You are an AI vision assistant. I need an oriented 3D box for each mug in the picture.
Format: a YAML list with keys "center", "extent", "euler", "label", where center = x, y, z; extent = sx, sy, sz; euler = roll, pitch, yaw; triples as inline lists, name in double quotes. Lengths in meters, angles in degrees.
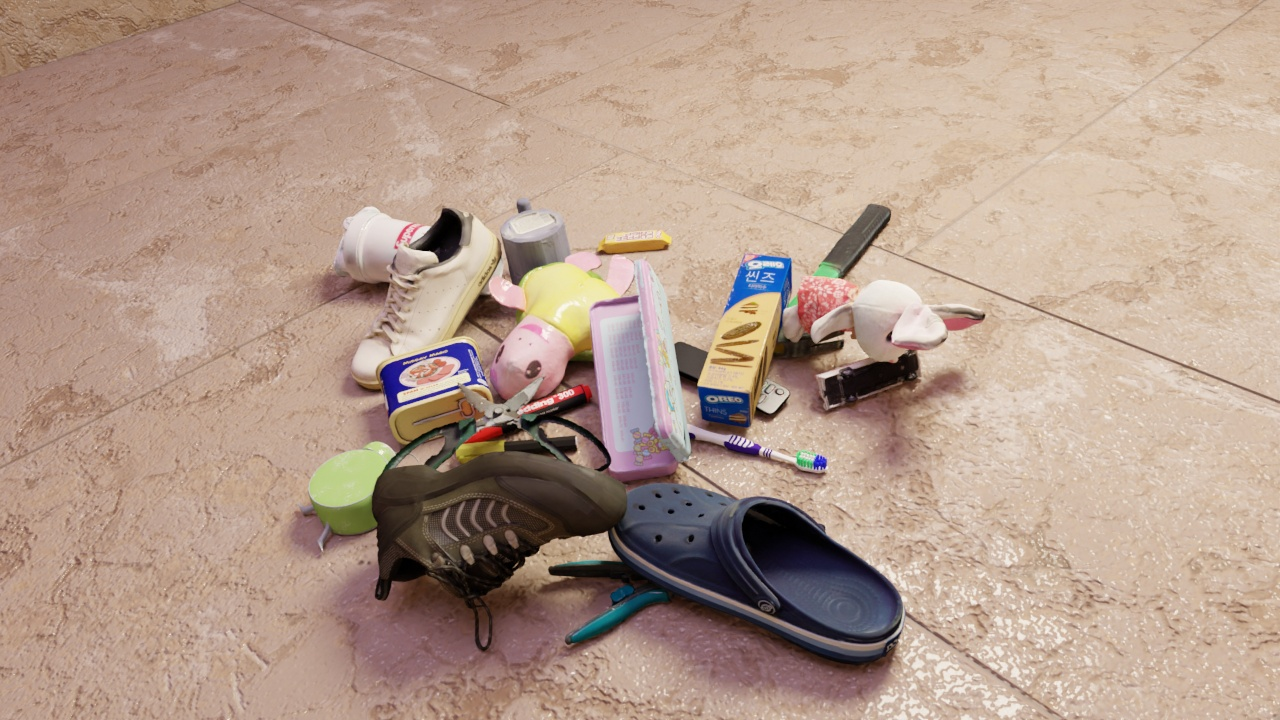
- center: [-0.129, -0.135, 1.152]
  extent: [0.084, 0.104, 0.123]
  euler: [-15, 39, -6]
  label: "mug"

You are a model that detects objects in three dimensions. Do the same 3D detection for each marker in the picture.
- center: [-0.126, 0.090, 0.937]
  extent: [0.124, 0.017, 0.021]
  euler: [-5, 39, 2]
  label: "marker"
- center: [-0.121, 0.056, 0.974]
  extent: [0.145, 0.023, 0.021]
  euler: [-20, 2, -14]
  label: "marker"

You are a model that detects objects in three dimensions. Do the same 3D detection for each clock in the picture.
- center: [-0.274, 0.126, 0.902]
  extent: [0.119, 0.043, 0.094]
  euler: [-28, 43, -23]
  label: "clock"

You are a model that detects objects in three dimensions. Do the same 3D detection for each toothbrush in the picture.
- center: [0.094, 0.082, 0.905]
  extent: [0.187, 0.016, 0.015]
  euler: [13, 43, 25]
  label: "toothbrush"

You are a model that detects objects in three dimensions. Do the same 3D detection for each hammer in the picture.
- center: [0.228, -0.105, 1.104]
  extent: [0.130, 0.032, 0.317]
  euler: [16, 44, 30]
  label: "hammer"

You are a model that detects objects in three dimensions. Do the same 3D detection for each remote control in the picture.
- center: [0.088, 0.019, 0.982]
  extent: [0.152, 0.020, 0.041]
  euler: [25, 54, 34]
  label: "remote control"

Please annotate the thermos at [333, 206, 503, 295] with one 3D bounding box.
- center: [-0.292, -0.140, 1.205]
  extent: [0.221, 0.099, 0.099]
  euler: [11, 42, 17]
  label: "thermos"

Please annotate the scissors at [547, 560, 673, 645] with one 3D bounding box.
- center: [-0.015, 0.191, 0.787]
  extent: [0.124, 0.019, 0.155]
  euler: [26, 48, 33]
  label: "scissors"

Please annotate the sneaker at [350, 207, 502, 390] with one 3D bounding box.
- center: [-0.259, -0.078, 1.063]
  extent: [0.089, 0.102, 0.241]
  euler: [25, 72, 30]
  label: "sneaker"

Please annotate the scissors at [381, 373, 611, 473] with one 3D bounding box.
- center: [-0.136, 0.084, 0.888]
  extent: [0.202, 0.015, 0.201]
  euler: [27, 53, 29]
  label: "scissors"

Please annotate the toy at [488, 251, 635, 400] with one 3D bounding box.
- center: [-0.084, -0.046, 1.045]
  extent: [0.190, 0.088, 0.237]
  euler: [27, 52, 6]
  label: "toy"

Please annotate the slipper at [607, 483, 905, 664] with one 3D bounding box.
- center: [0.095, 0.152, 0.745]
  extent: [0.253, 0.095, 0.104]
  euler: [21, 43, 23]
  label: "slipper"

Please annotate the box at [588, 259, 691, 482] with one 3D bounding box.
- center: [-0.004, 0.004, 0.911]
  extent: [0.089, 0.093, 0.213]
  euler: [-8, 57, 0]
  label: "box"

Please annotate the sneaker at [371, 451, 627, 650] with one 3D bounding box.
- center: [-0.130, 0.156, 0.750]
  extent: [0.238, 0.101, 0.142]
  euler: [-8, 61, 24]
  label: "sneaker"

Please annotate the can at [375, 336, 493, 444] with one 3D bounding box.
- center: [-0.222, 0.033, 0.998]
  extent: [0.116, 0.057, 0.092]
  euler: [-17, 40, -11]
  label: "can"

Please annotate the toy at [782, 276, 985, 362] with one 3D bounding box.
- center: [0.231, -0.041, 0.924]
  extent: [0.195, 0.084, 0.158]
  euler: [6, 14, 34]
  label: "toy"

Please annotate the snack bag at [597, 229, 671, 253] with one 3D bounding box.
- center: [-0.008, -0.159, 1.227]
  extent: [0.099, 0.020, 0.026]
  euler: [-3, 40, 8]
  label: "snack bag"

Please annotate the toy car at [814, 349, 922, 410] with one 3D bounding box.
- center: [0.234, 0.014, 0.948]
  extent: [0.113, 0.039, 0.039]
  euler: [-19, 18, -13]
  label: "toy car"

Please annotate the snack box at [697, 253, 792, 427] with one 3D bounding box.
- center: [0.113, -0.028, 0.966]
  extent: [0.056, 0.057, 0.206]
  euler: [7, 49, 18]
  label: "snack box"
